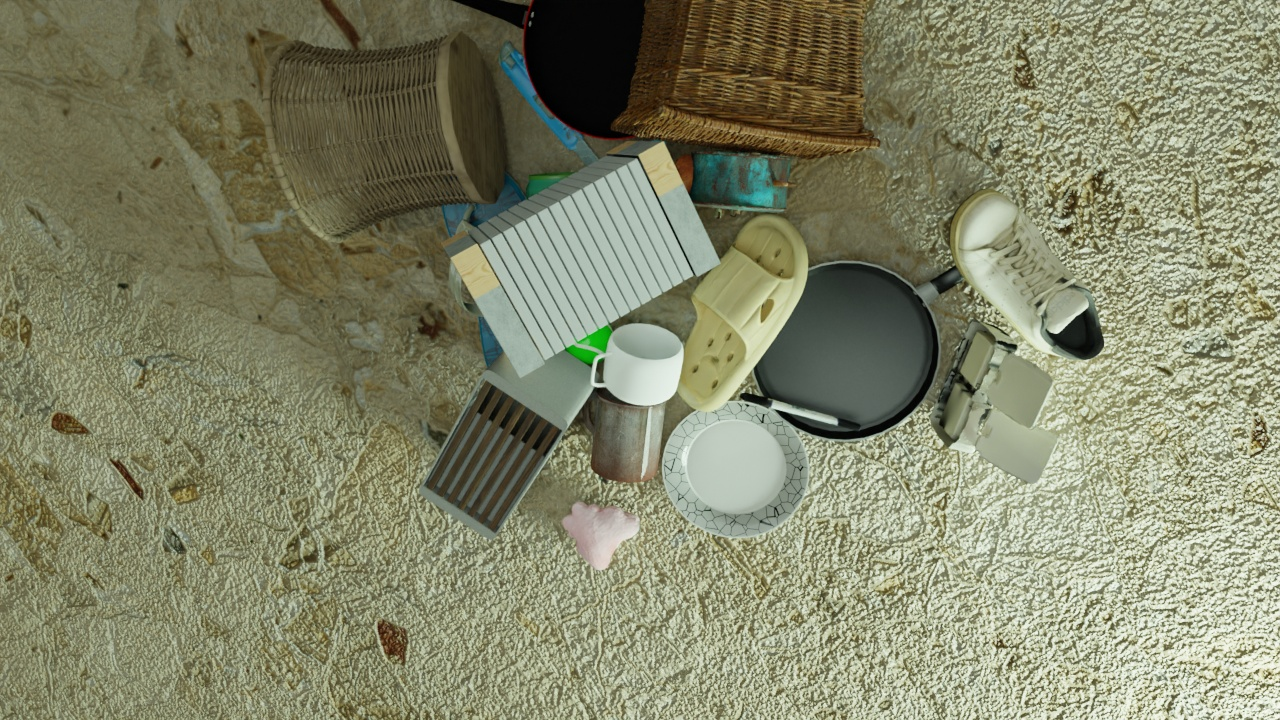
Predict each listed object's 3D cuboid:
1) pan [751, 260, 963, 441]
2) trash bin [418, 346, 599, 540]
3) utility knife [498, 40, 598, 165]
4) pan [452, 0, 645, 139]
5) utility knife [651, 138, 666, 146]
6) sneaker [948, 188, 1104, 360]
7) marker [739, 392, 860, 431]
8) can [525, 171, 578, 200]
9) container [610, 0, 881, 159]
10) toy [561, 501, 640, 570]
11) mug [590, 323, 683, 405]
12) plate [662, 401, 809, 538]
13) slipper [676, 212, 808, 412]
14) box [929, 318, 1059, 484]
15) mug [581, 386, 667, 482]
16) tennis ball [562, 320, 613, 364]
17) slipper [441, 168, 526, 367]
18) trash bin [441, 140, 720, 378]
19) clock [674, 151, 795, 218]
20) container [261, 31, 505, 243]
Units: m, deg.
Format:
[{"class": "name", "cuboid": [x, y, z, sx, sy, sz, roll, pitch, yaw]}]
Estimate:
[{"class": "pan", "cuboid": [0.298, -0.049, 1.104, 0.357, 0.034, 0.225, -37, 97, 16]}, {"class": "trash bin", "cuboid": [-0.165, 0.093, 1.146, 0.114, 0.114, 0.229, 34, 123, -1]}, {"class": "utility knife", "cuboid": [-0.107, -0.302, 1.112, 0.031, 0.015, 0.196, -38, 98, 21]}, {"class": "pan", "cuboid": [-0.099, -0.385, 1.060, 0.356, 0.067, 0.209, 19, 107, 4]}, {"class": "utility knife", "cuboid": [0.020, -0.244, 1.074, 0.022, 0.015, 0.118, -25, 146, -19]}, {"class": "sneaker", "cuboid": [0.431, -0.081, 1.009, 0.089, 0.102, 0.241, -42, 113, 10]}, {"class": "marker", "cuboid": [0.196, 0.063, 1.130, 0.152, 0.011, 0.011, 15, 107, 5]}, {"class": "can", "cuboid": [-0.093, -0.154, 1.113, 0.083, 0.083, 0.144, -1, 105, 9]}, {"class": "container", "cuboid": [0.113, -0.320, 0.963, 0.249, 0.162, 0.183, 3, 98, -19]}, {"class": "toy", "cuboid": [-0.059, 0.229, 1.229, 0.093, 0.050, 0.103, 34, 111, -4]}, {"class": "mug", "cuboid": [-0.007, 0.007, 1.118, 0.115, 0.094, 0.068, -7, 125, -26]}, {"class": "plate", "cuboid": [0.123, 0.140, 1.193, 0.189, 0.016, 0.189, 2, 105, 9]}, {"class": "slipper", "cuboid": [0.107, -0.050, 1.095, 0.111, 0.079, 0.262, 39, 115, 28]}, {"class": "box", "cuboid": [0.401, 0.046, 1.044, 0.065, 0.185, 0.145, 9, 112, -22]}, {"class": "mug", "cuboid": [-0.029, 0.087, 1.174, 0.123, 0.096, 0.110, 19, 106, 37]}, {"class": "tennis ball", "cuboid": [-0.066, -0.027, 1.153, 0.065, 0.065, 0.065, 2, 105, 8]}, {"class": "slipper", "cuboid": [-0.180, -0.106, 1.155, 0.118, 0.060, 0.295, -8, 104, 8]}, {"class": "trash bin", "cuboid": [-0.069, -0.119, 1.006, 0.246, 0.142, 0.142, -30, 109, -7]}, {"class": "clock", "cuboid": [0.093, -0.201, 1.054, 0.158, 0.121, 0.073, 8, 102, 14]}, {"class": "container", "cuboid": [-0.277, -0.260, 1.040, 0.196, 0.226, 0.227, -6, 104, 9]}]
